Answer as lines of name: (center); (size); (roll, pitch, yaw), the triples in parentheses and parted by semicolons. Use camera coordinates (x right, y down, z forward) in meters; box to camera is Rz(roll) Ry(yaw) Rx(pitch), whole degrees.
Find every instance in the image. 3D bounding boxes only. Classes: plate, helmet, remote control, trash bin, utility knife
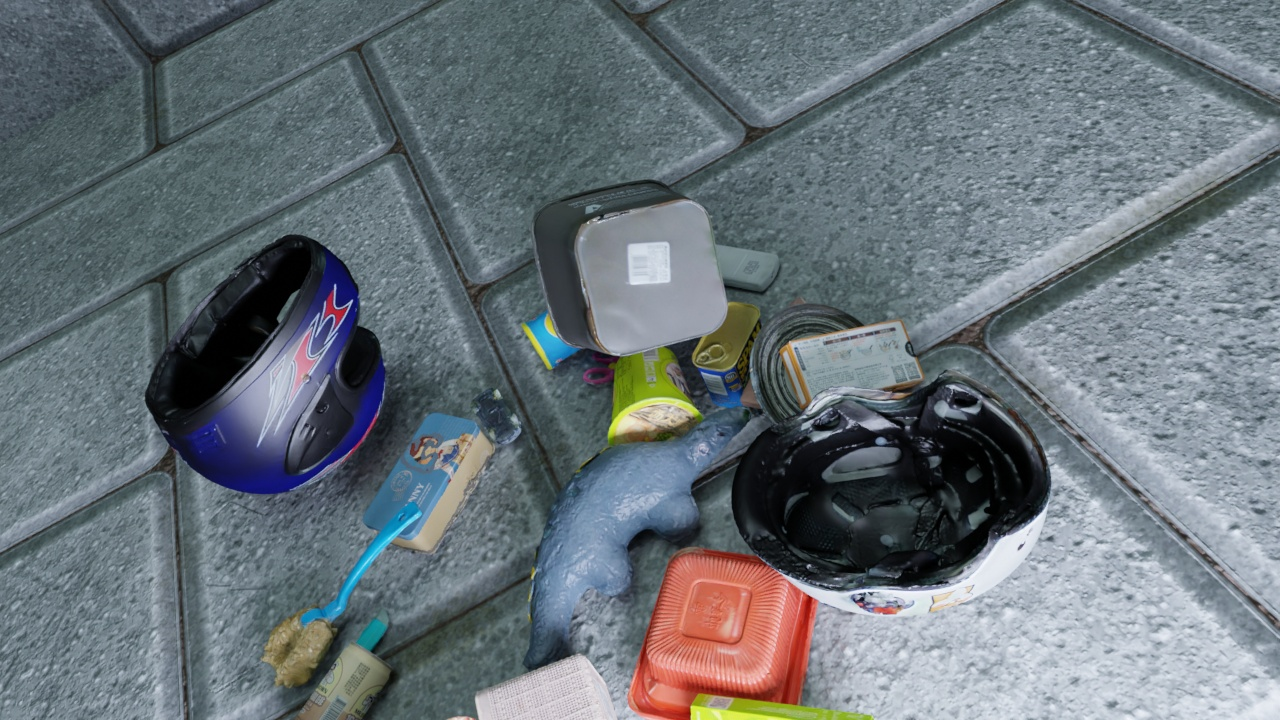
plate: (0.200, 0.022, 1.014); (0.179, 0.024, 0.179); (7, 66, -17)
helmet: (0.237, 0.143, 0.857); (0.274, 0.157, 0.229); (-18, 43, 11)
remote control: (0.112, -0.127, 1.234); (0.150, 0.021, 0.058); (15, 59, 33)
trash bin: (-0.011, -0.107, 1.075); (0.199, 0.199, 0.220); (-15, 12, -9)
helmet: (-0.450, 0.023, 1.186); (0.247, 0.240, 0.315); (30, 78, 39)
utility knife: (-0.336, 0.356, 1.016); (0.029, 0.013, 0.181); (15, 58, 36)

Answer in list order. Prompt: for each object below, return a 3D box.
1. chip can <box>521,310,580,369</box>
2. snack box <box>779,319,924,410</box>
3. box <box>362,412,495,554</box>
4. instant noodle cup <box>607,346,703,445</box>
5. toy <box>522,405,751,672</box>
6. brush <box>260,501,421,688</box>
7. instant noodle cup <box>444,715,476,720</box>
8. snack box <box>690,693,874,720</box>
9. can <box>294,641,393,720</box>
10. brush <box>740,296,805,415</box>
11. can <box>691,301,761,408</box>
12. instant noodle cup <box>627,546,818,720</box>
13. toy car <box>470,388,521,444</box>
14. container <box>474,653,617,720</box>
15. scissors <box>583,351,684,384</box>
chip can: (-0.051, -0.071, 1.222); (0.210, 0.071, 0.071); (-31, 47, -5)
snack box: (0.233, 0.004, 1.003); (0.153, 0.026, 0.075); (-11, 73, -22)
box: (-0.260, 0.155, 1.125); (0.090, 0.061, 0.183); (7, 53, 28)
instant noodle cup: (0.014, 0.047, 1.076); (0.112, 0.112, 0.123); (-18, 38, 8)
toy: (-0.024, 0.166, 0.990); (0.355, 0.091, 0.138); (-46, 50, -12)
brush: (-0.337, 0.262, 1.041); (0.254, 0.046, 0.083); (-50, 42, 0)
instant noodle cup: (-0.213, 0.403, 0.840); (0.112, 0.151, 0.151); (-9, 48, 27)
snack box: (0.122, 0.341, 0.791); (0.157, 0.086, 0.026); (0, 9, 22)
can: (-0.319, 0.363, 0.971); (0.059, 0.058, 0.116); (15, 59, 32)
brush: (0.170, -0.003, 1.068); (0.063, 0.073, 0.145); (9, 56, 31)
can: (0.111, -0.004, 1.086); (0.057, 0.083, 0.101); (11, 57, 30)
instant noodle cup: (0.080, 0.256, 0.881); (0.165, 0.079, 0.188); (3, 49, 21)
toy car: (-0.184, 0.073, 1.180); (0.043, 0.034, 0.090); (-34, 49, -11)
container: (-0.084, 0.344, 0.869); (0.111, 0.090, 0.090); (-24, 46, -1)
scissors: (-0.005, 0.005, 1.178); (0.137, 0.017, 0.073); (-1, 42, 17)
